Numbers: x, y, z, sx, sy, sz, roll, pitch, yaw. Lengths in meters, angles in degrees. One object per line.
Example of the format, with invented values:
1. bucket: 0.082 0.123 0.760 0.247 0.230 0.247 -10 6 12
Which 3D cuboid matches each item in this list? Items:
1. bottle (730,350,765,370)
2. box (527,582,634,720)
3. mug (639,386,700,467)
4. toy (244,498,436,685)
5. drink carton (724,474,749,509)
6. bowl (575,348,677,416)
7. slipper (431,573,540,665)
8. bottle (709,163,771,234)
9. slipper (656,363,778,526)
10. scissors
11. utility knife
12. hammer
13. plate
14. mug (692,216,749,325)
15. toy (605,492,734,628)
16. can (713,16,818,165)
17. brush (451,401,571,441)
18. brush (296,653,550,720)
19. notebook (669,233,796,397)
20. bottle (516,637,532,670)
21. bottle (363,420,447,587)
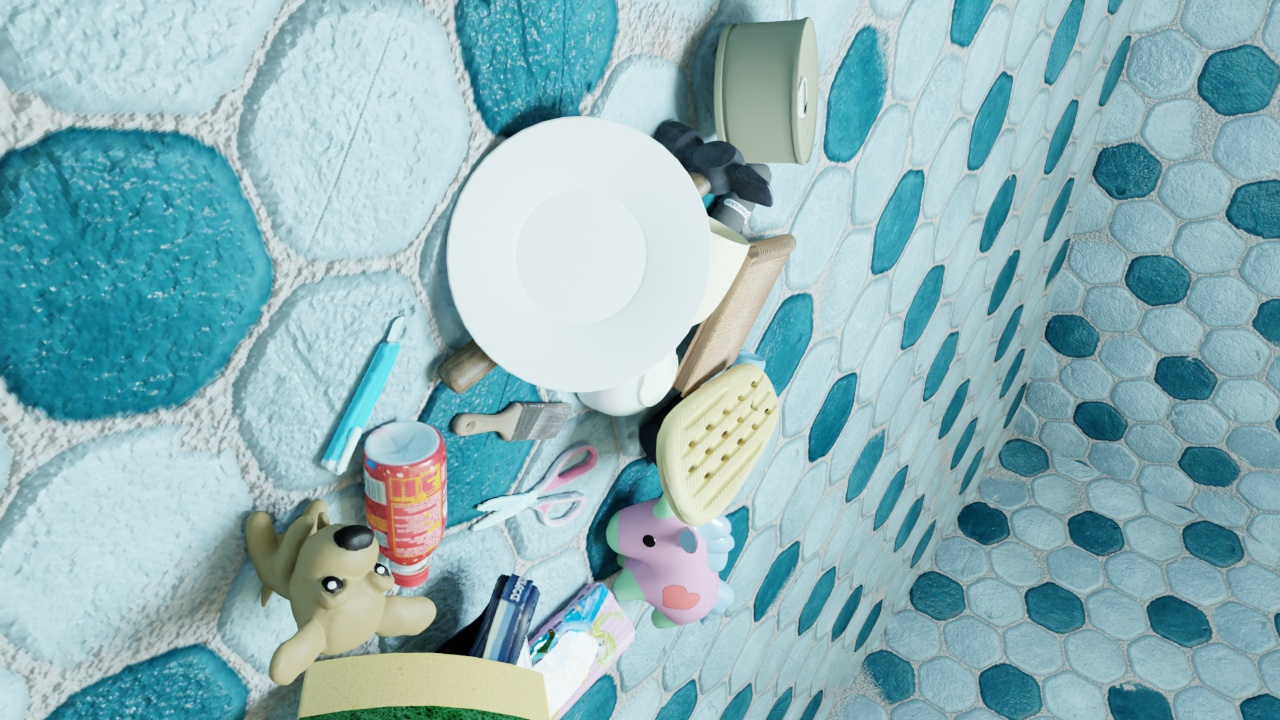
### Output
1. bottle: 0.120 0.054 1.159 0.040 0.040 0.130 -10 122 -55
2. box: -0.120 0.355 1.033 0.229 0.106 0.086 -38 98 -37
3. mug: 0.046 0.088 1.049 0.077 0.071 0.105 -41 165 -34
4. toy: -0.219 0.150 0.628 0.134 0.108 0.106 -5 119 -56
5. drink carton: 0.078 0.169 1.161 0.129 0.064 0.040 -41 144 -34
6. bowl: -0.005 0.005 0.898 0.113 0.063 0.114 -39 143 -38
7. slipper: -0.168 0.299 0.854 0.105 0.095 0.253 -82 -165 -71
8. bottle: 0.097 -0.158 0.954 0.109 0.036 0.036 -59 150 -8
9. slipper: 0.067 0.079 0.957 0.260 0.079 0.111 -38 107 -54
10. scissors: -0.106 0.148 0.905 0.178 0.016 0.105 -25 134 -48
11. utility knife: -0.196 0.025 0.661 0.124 0.015 0.022 -65 154 -3
12. hammer: -0.034 -0.081 0.757 0.321 0.129 0.040 -41 143 -17
13. plate: -0.044 -0.079 0.704 0.208 0.015 0.209 -4 101 -18
14. mug: 0.037 -0.089 0.867 0.100 0.096 0.120 -63 -167 17
15. toy: 0.050 0.234 1.064 0.222 0.171 0.119 45 33 -27
16. can: 0.117 -0.243 0.834 0.127 0.073 0.128 4 89 -72
17. brush: -0.113 0.055 0.818 0.151 0.012 0.039 5 110 -59
18. brush: -0.193 0.369 0.770 0.195 0.075 0.251 8 112 -16
19. notebook: 0.105 -0.056 0.993 0.169 0.022 0.210 -64 167 19
20. bottle: -0.130 0.314 0.932 0.041 0.041 0.116 -24 110 -48
21. bottle: -0.181 0.118 0.712 0.061 0.062 0.138 -30 138 -44
